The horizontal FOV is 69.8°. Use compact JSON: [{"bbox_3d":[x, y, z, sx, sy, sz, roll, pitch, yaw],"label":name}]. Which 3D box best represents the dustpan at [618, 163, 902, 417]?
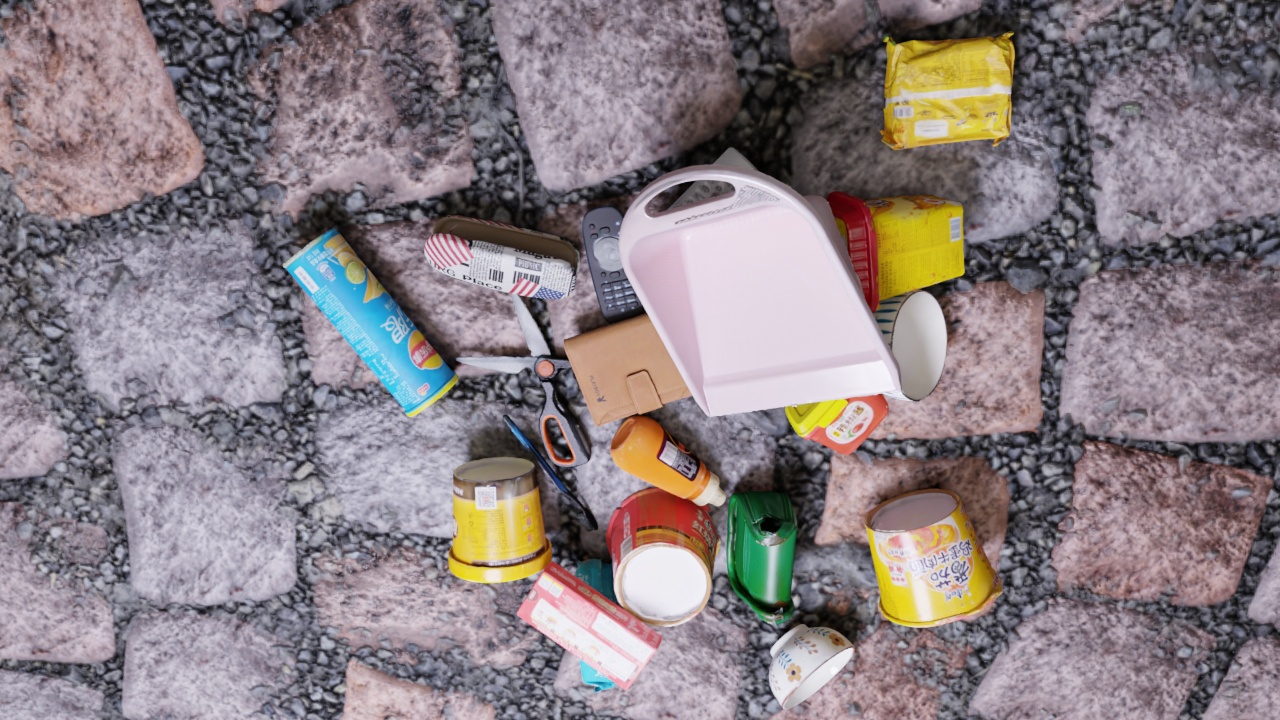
[{"bbox_3d":[0.096,-0.053,0.873,0.223,0.138,0.273,-13,100,32],"label":"dustpan"}]

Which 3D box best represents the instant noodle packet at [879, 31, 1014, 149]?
[{"bbox_3d":[0.301,-0.267,0.910,0.128,0.044,0.111,-3,102,0],"label":"instant noodle packet"}]

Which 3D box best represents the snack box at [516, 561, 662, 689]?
[{"bbox_3d":[-0.058,0.297,1.028,0.153,0.025,0.075,33,117,5],"label":"snack box"}]

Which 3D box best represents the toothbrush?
[{"bbox_3d":[-0.106,0.134,1.070,0.016,0.014,0.189,-24,115,25],"label":"toothbrush"}]

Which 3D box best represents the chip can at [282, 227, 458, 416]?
[{"bbox_3d":[-0.291,-0.041,0.999,0.071,0.071,0.210,-34,104,13],"label":"chip can"}]

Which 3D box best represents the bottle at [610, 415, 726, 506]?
[{"bbox_3d":[0.038,0.123,1.050,0.149,0.066,0.067,35,107,-17],"label":"bottle"}]

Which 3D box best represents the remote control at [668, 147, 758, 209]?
[{"bbox_3d":[0.062,-0.152,0.962,0.058,0.021,0.150,44,100,-4],"label":"remote control"}]

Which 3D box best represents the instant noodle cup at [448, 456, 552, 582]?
[{"bbox_3d":[-0.163,0.178,1.050,0.118,0.118,0.114,-1,102,3],"label":"instant noodle cup"}]

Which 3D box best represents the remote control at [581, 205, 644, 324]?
[{"bbox_3d":[-0.029,-0.101,0.990,0.053,0.024,0.136,-10,111,6],"label":"remote control"}]

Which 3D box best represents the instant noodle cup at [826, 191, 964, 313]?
[{"bbox_3d":[0.254,-0.118,0.934,0.123,0.116,0.116,-11,109,-6],"label":"instant noodle cup"}]

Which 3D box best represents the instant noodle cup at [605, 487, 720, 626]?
[{"bbox_3d":[0.024,0.232,1.060,0.138,0.108,0.138,1,109,2],"label":"instant noodle cup"}]

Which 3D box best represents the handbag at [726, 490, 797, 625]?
[{"bbox_3d":[0.140,0.219,1.046,0.068,0.120,0.131,-1,107,-4],"label":"handbag"}]

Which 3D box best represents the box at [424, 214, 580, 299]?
[{"bbox_3d":[-0.147,-0.100,0.967,0.163,0.082,0.075,13,115,-5],"label":"box"}]

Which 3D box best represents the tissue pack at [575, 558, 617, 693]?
[{"bbox_3d":[-0.051,0.317,1.101,0.050,0.093,0.133,-5,108,0],"label":"tissue pack"}]

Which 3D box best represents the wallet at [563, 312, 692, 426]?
[{"bbox_3d":[-0.006,0.006,1.004,0.132,0.031,0.108,-17,107,7],"label":"wallet"}]

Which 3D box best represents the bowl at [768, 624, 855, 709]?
[{"bbox_3d":[0.198,0.361,1.112,0.114,0.113,0.062,-50,57,16],"label":"bowl"}]

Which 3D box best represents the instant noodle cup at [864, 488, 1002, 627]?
[{"bbox_3d":[0.322,0.216,1.035,0.138,0.138,0.110,-18,99,8],"label":"instant noodle cup"}]

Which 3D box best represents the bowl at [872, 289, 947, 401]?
[{"bbox_3d":[0.269,-0.017,0.975,0.066,0.116,0.116,5,116,46],"label":"bowl"}]

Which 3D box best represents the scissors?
[{"bbox_3d":[-0.091,0.019,1.038,0.234,0.021,0.221,-3,108,2],"label":"scissors"}]

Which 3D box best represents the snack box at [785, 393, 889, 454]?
[{"bbox_3d":[0.217,0.050,1.009,0.080,0.082,0.091,31,109,-22],"label":"snack box"}]
